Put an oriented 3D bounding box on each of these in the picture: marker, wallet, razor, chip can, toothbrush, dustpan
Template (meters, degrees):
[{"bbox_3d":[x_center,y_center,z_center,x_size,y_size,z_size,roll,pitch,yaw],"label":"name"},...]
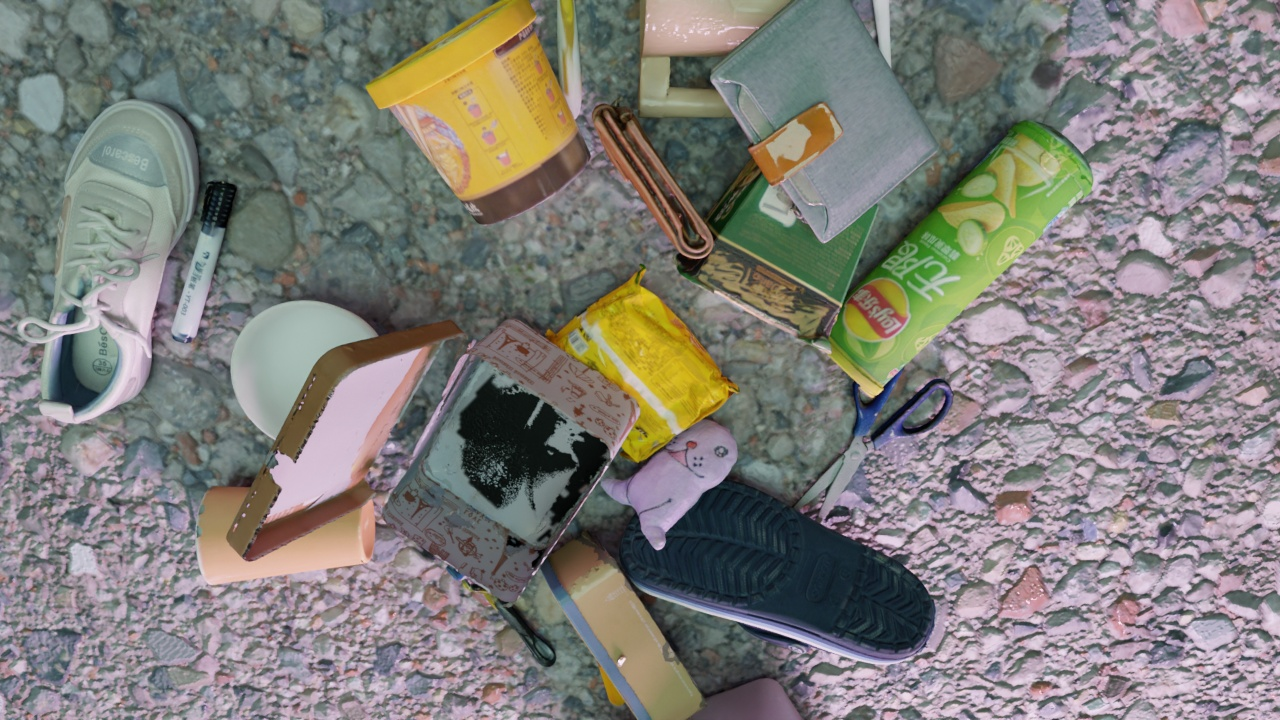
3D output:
[{"bbox_3d":[-0.330,-0.073,0.688,0.022,0.018,0.131,25,107,-1],"label":"marker"},{"bbox_3d":[0.113,-0.151,0.563,0.106,0.037,0.130,-41,109,-6],"label":"wallet"},{"bbox_3d":[-0.116,0.214,0.795,0.042,0.022,0.143,-46,115,-31],"label":"razor"},{"bbox_3d":[0.224,-0.073,0.668,0.072,0.072,0.221,39,105,-14],"label":"chip can"},{"bbox_3d":[0.169,-0.235,0.637,0.016,0.016,0.180,-11,110,0],"label":"toothbrush"},{"bbox_3d":[0.074,0.403,0.805,0.223,0.138,0.273,-25,108,7],"label":"dustpan"},{"bbox_3d":[-0.052,-0.261,0.623,0.016,0.018,0.191,-1,110,1],"label":"toothbrush"},{"bbox_3d":[-0.034,0.252,0.814,0.018,0.015,0.124,-15,107,0],"label":"marker"},{"bbox_3d":[0.005,-0.123,0.604,0.031,0.131,0.108,-34,107,6],"label":"wallet"}]

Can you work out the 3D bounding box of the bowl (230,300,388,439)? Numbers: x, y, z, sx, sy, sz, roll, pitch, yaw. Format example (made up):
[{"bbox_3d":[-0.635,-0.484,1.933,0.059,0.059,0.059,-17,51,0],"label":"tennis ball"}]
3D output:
[{"bbox_3d":[-0.237,0.003,0.692,0.118,0.064,0.118,0,111,-1],"label":"bowl"}]

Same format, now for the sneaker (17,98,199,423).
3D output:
[{"bbox_3d":[-0.384,-0.066,0.651,0.089,0.090,0.242,18,108,-8],"label":"sneaker"}]

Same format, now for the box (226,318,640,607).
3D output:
[{"bbox_3d":[-0.124,0.085,0.642,0.156,0.226,0.181,42,116,13],"label":"box"}]

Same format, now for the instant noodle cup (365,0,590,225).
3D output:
[{"bbox_3d":[-0.100,-0.163,0.611,0.118,0.118,0.114,-28,116,9],"label":"instant noodle cup"}]

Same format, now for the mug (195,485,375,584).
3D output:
[{"bbox_3d":[-0.281,0.136,0.738,0.122,0.078,0.078,-3,110,-5],"label":"mug"}]

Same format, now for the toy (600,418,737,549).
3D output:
[{"bbox_3d":[0.028,0.088,0.724,0.108,0.084,0.039,-43,140,-8],"label":"toy"}]

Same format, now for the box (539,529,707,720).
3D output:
[{"bbox_3d":[-0.019,0.221,0.758,0.059,0.090,0.184,-35,106,-9],"label":"box"}]

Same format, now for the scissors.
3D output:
[{"bbox_3d":[0.175,0.063,0.749,0.171,0.012,0.141,-25,109,8],"label":"scissors"}]

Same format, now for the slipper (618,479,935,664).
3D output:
[{"bbox_3d":[0.109,0.175,0.750,0.253,0.104,0.095,17,152,7],"label":"slipper"}]

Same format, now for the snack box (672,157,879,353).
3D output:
[{"bbox_3d":[0.098,-0.086,0.640,0.118,0.117,0.106,26,103,-9],"label":"snack box"}]

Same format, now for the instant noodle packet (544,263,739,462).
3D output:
[{"bbox_3d":[-0.004,0.004,0.708,0.111,0.044,0.128,-36,104,13],"label":"instant noodle packet"}]

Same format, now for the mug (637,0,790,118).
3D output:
[{"bbox_3d":[0.052,-0.222,0.608,0.103,0.084,0.125,0,118,-3],"label":"mug"}]
